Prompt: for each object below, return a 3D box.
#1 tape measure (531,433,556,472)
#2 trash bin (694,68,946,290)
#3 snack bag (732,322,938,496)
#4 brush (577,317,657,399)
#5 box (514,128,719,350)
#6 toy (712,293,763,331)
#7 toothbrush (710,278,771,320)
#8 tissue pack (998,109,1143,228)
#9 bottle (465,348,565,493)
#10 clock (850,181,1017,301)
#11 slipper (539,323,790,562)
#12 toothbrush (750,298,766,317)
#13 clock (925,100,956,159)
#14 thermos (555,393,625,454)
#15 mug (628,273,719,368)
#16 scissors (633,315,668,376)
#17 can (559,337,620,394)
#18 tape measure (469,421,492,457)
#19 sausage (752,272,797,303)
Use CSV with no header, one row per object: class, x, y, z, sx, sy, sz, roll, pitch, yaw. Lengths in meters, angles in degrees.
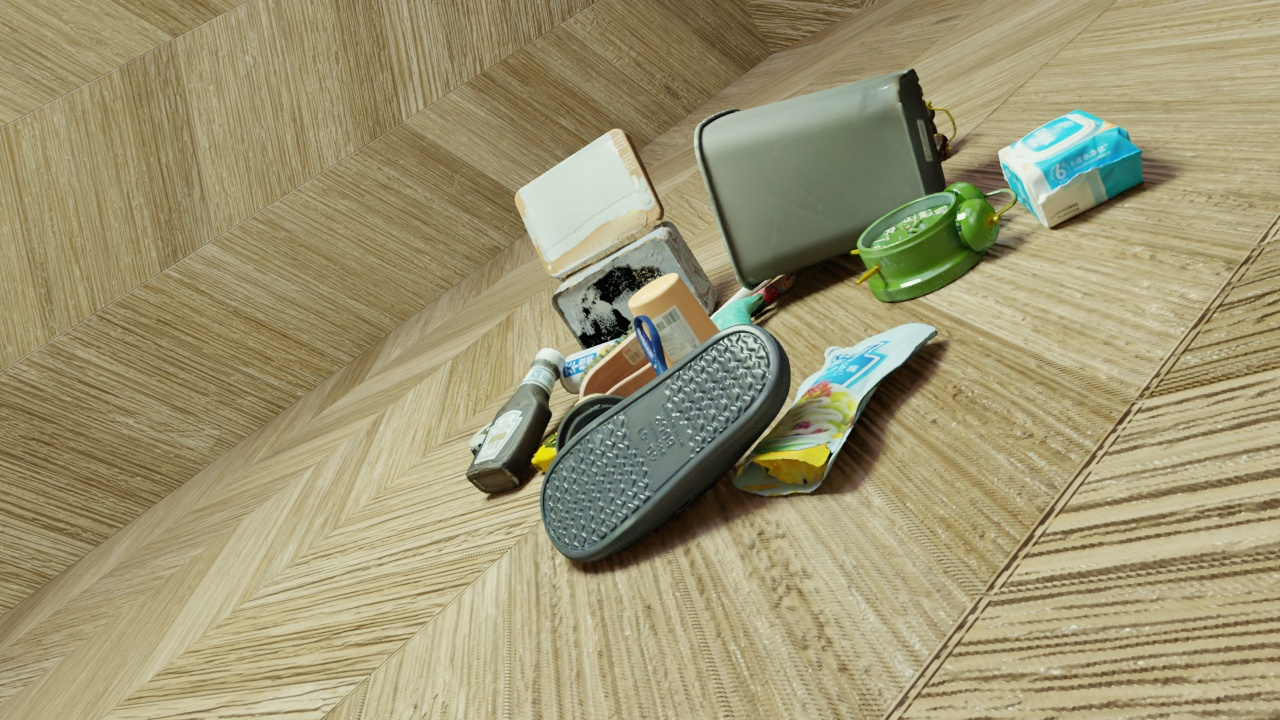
tape measure,-0.088,0.095,1.002,0.057,0.029,0.059,-10,29,52
trash bin,0.207,-0.210,1.020,0.220,0.199,0.198,-13,16,28
snack bag,0.152,0.032,0.725,0.190,0.039,0.111,-45,9,-37
brush,-0.006,0.006,0.990,0.145,0.063,0.073,-40,33,-10
box,-0.037,-0.136,1.167,0.178,0.272,0.106,-27,4,22
toy,0.097,-0.031,0.995,0.096,0.030,0.091,-27,30,12
toothbrush,0.101,-0.061,1.118,0.179,0.016,0.016,-39,12,-16
tissue pack,0.386,-0.179,0.834,0.090,0.063,0.139,-28,17,18
bottle,-0.137,0.065,1.074,0.080,0.044,0.194,-18,36,38
clock,0.280,-0.118,0.874,0.161,0.056,0.116,-27,19,19
slipper,0.028,0.079,0.748,0.269,0.083,0.110,-41,49,24
toothbrush,0.054,-0.008,1.040,0.212,0.026,0.027,-33,-27,-4
clock,0.346,-0.285,1.177,0.055,0.082,0.122,-38,14,-37
thermos,-0.037,0.072,0.882,0.093,0.093,0.143,-34,9,-3
mug,0.043,-0.022,0.924,0.078,0.123,0.078,-30,18,11
scissors,0.025,0.028,0.856,0.012,0.162,0.176,-12,-17,-18
can,-0.039,0.005,1.122,0.135,0.053,0.053,-18,23,42
tape measure,-0.182,0.100,1.156,0.066,0.033,0.065,-13,24,48
sausage,0.118,-0.057,1.066,0.156,0.020,0.020,-33,17,-1
